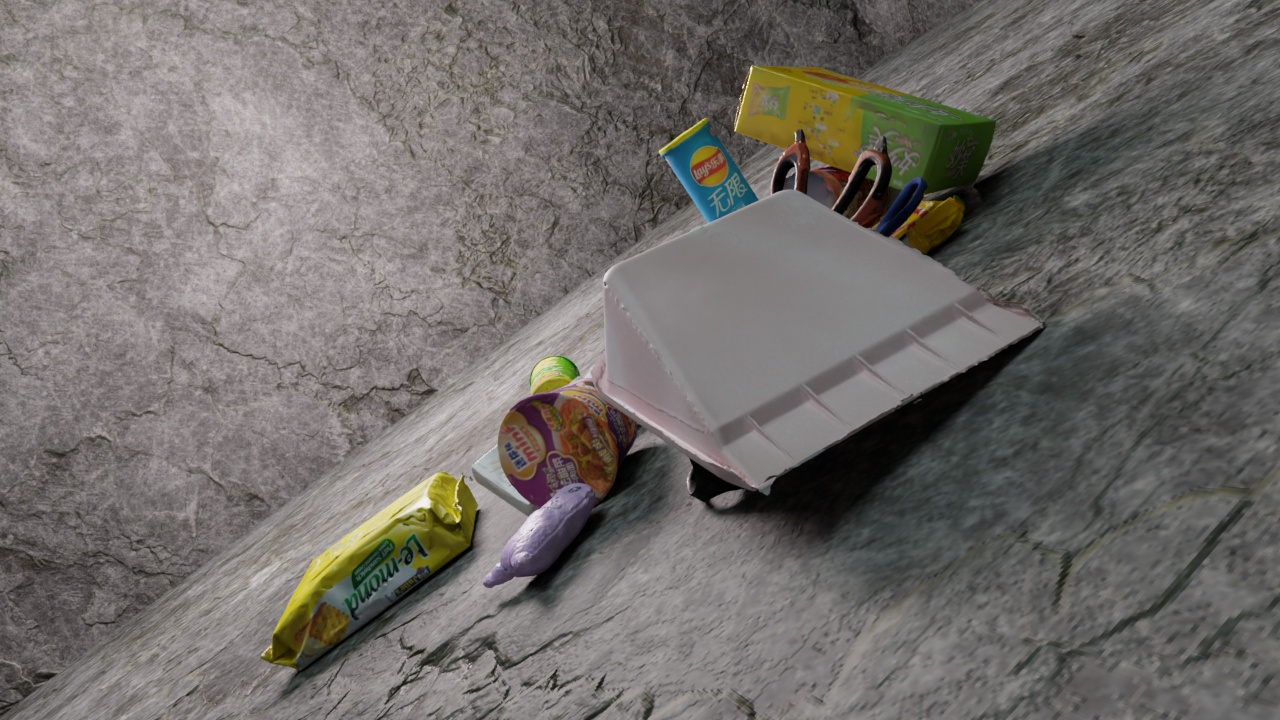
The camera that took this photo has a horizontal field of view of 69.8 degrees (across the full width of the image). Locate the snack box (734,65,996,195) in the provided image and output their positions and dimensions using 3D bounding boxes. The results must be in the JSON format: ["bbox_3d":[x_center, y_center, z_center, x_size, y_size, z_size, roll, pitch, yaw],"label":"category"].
[{"bbox_3d":[0.224,-0.234,0.916,0.157,0.210,0.070,-20,-49,-50],"label":"snack box"}]

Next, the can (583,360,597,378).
[{"bbox_3d":[-0.048,0.040,1.043,0.053,0.053,0.134,-30,12,28],"label":"can"}]

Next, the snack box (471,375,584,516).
[{"bbox_3d":[-0.083,0.083,0.914,0.085,0.027,0.156,26,54,34],"label":"snack box"}]

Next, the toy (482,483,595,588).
[{"bbox_3d":[-0.075,0.138,0.730,0.084,0.039,0.107,-37,7,48],"label":"toy"}]

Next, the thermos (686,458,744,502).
[{"bbox_3d":[0.067,0.023,0.709,0.090,0.068,0.242,-54,6,23],"label":"thermos"}]

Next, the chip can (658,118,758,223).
[{"bbox_3d":[0.110,-0.191,1.136,0.071,0.210,0.071,-34,11,7],"label":"chip can"}]

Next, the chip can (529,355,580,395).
[{"bbox_3d":[-0.108,0.041,1.181,0.072,0.072,0.221,-35,10,0],"label":"chip can"}]

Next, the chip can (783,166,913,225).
[{"bbox_3d":[0.211,-0.168,0.941,0.071,0.071,0.214,-27,-2,38],"label":"chip can"}]

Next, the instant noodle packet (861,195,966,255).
[{"bbox_3d":[0.232,-0.111,0.855,0.111,0.044,0.128,-40,11,-1],"label":"instant noodle packet"}]

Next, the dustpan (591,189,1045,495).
[{"bbox_3d":[0.089,-0.004,0.627,0.222,0.139,0.273,-24,48,-18],"label":"dustpan"}]

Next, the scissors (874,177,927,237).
[{"bbox_3d":[0.187,-0.088,0.797,0.173,0.012,0.162,-54,14,-7],"label":"scissors"}]

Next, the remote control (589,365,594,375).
[{"bbox_3d":[-0.006,0.006,1.001,0.056,0.020,0.135,-39,-17,16],"label":"remote control"}]

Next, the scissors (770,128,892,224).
[{"bbox_3d":[0.145,-0.109,0.817,0.015,0.226,0.189,12,-19,-38],"label":"scissors"}]

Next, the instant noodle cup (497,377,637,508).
[{"bbox_3d":[-0.056,0.069,0.822,0.112,0.111,0.099,-31,2,24],"label":"instant noodle cup"}]

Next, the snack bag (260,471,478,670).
[{"bbox_3d":[-0.281,0.213,0.975,0.246,0.068,0.158,-37,10,-1],"label":"snack bag"}]
